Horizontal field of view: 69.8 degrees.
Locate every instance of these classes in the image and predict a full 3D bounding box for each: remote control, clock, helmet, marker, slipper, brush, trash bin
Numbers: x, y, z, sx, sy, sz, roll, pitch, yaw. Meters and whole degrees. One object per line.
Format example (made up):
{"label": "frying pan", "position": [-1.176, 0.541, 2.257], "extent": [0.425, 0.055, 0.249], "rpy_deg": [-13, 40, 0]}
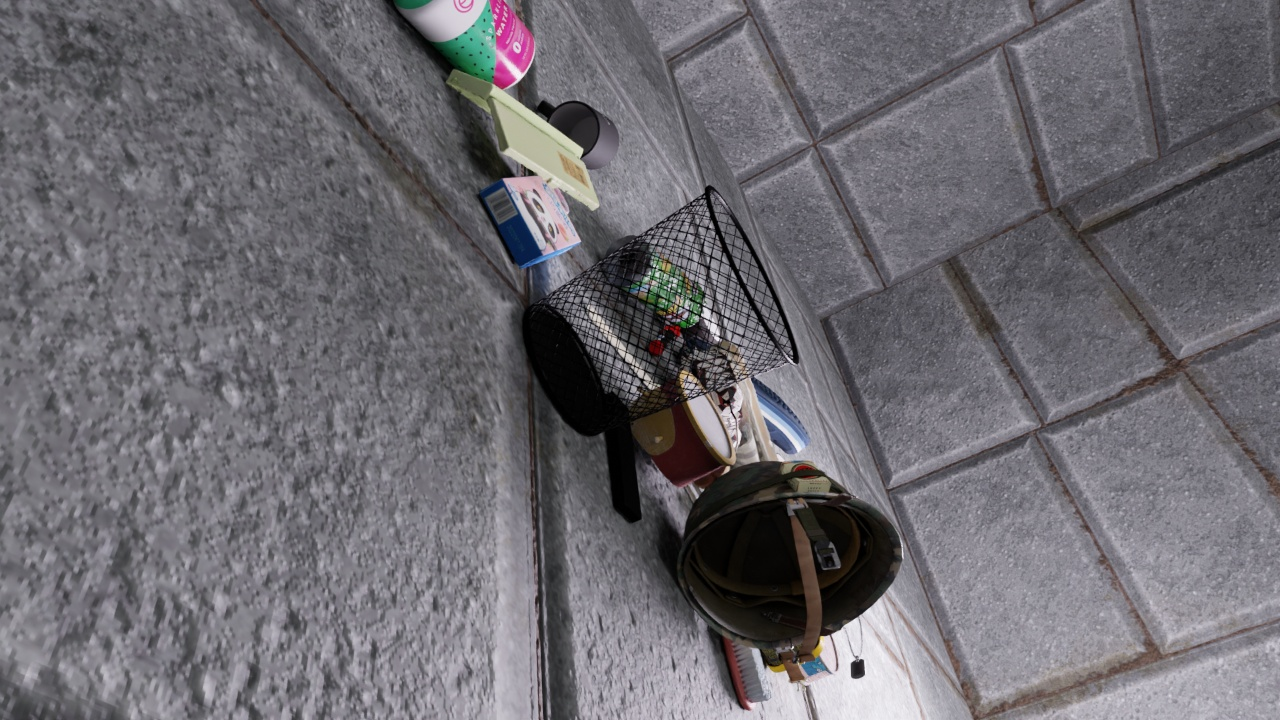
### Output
{"label": "remote control", "position": [-0.019, 0.095, 0.928], "extent": [0.034, 0.013, 0.149], "rpy_deg": [51, 21, -40]}
{"label": "clock", "position": [0.098, -0.050, 1.474], "extent": [0.123, 0.044, 0.091], "rpy_deg": [53, 19, -33]}
{"label": "helmet", "position": [0.152, 0.201, 0.927], "extent": [0.235, 0.224, 0.193], "rpy_deg": [-68, 159, -64]}
{"label": "marker", "position": [0.033, -0.030, 1.279], "extent": [0.023, 0.021, 0.144], "rpy_deg": [34, 16, 4]}
{"label": "slipper", "position": [0.138, 0.107, 1.262], "extent": [0.114, 0.054, 0.272], "rpy_deg": [170, -96, -73]}
{"label": "brush", "position": [-0.007, 0.007, 1.117], "extent": [0.217, 0.012, 0.033], "rpy_deg": [50, 21, -35]}
{"label": "clock", "position": [0.048, 0.088, 1.029], "extent": [0.159, 0.081, 0.117], "rpy_deg": [42, 24, -49]}
{"label": "clock", "position": [0.088, 0.057, 1.185], "extent": [0.154, 0.065, 0.115], "rpy_deg": [-119, -159, -49]}
{"label": "trash bin", "position": [0.015, -0.035, 0.878], "extent": [0.184, 0.210, 0.183], "rpy_deg": [55, 18, -28]}
{"label": "slipper", "position": [0.143, 0.062, 1.377], "extent": [0.252, 0.095, 0.105], "rpy_deg": [38, 7, -21]}
{"label": "brush", "position": [0.102, 0.286, 0.987], "extent": [0.041, 0.030, 0.172], "rpy_deg": [42, 26, -53]}

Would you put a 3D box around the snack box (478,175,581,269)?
{"label": "snack box", "position": [-0.114, -0.150, 0.977], "extent": [0.088, 0.033, 0.154], "rpy_deg": [62, 15, -7]}

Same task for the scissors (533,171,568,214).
{"label": "scissors", "position": [-0.127, -0.247, 1.124], "extent": [0.170, 0.014, 0.168], "rpy_deg": [34, 33, -61]}

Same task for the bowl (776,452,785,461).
{"label": "bowl", "position": [0.201, 0.203, 1.378], "extent": [0.115, 0.059, 0.115], "rpy_deg": [55, 18, -28]}

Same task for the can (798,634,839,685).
{"label": "can", "position": [0.214, 0.355, 1.206], "extent": [0.130, 0.044, 0.129], "rpy_deg": [55, 18, -28]}

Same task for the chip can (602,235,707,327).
{"label": "chip can", "position": [0.024, -0.107, 1.275], "extent": [0.223, 0.075, 0.075], "rpy_deg": [28, 39, -64]}

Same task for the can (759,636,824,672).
{"label": "can", "position": [0.160, 0.286, 1.098], "extent": [0.101, 0.073, 0.130], "rpy_deg": [56, 17, -18]}

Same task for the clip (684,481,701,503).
{"label": "clip", "position": [0.077, 0.186, 1.090], "extent": [0.101, 0.041, 0.054], "rpy_deg": [59, -2, -14]}

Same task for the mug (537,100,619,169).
{"label": "mug", "position": [-0.091, -0.316, 1.251], "extent": [0.113, 0.078, 0.088], "rpy_deg": [40, 13, 11]}

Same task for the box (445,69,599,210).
{"label": "box", "position": [-0.119, -0.247, 1.016], "extent": [0.140, 0.048, 0.187], "rpy_deg": [56, 16, 26]}

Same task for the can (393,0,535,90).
{"label": "can", "position": [-0.187, -0.363, 0.974], "extent": [0.166, 0.088, 0.088], "rpy_deg": [38, 30, -57]}
